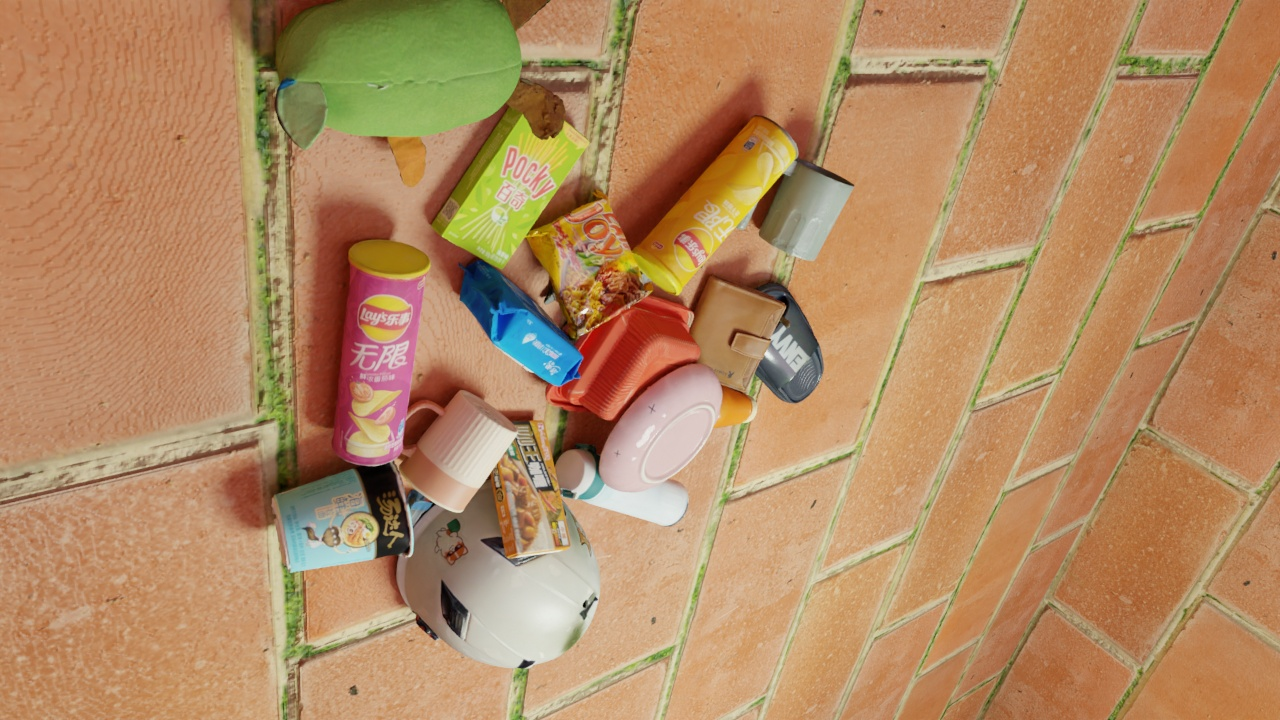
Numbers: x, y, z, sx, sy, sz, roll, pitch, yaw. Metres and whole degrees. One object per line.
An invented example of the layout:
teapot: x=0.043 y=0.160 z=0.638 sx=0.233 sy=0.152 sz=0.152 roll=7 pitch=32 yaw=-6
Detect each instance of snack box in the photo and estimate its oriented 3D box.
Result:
snack box: x=-0.130 y=0.144 z=1.042 sx=0.075 sy=0.153 sz=0.026 roll=2 pitch=157 yaw=-42
snack box: x=-0.124 y=-0.171 z=0.883 sx=0.156 sy=0.026 sz=0.085 roll=-54 pitch=141 yaw=6

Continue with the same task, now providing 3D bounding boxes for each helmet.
helmet: x=-0.149 y=0.278 z=1.110 sx=0.230 sy=0.157 sz=0.274 roll=-45 pitch=140 yaw=-5

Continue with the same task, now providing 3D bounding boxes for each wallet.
wallet: x=0.117 y=-0.032 z=1.170 sx=0.119 sy=0.035 sz=0.131 roll=20 pitch=110 yaw=-6

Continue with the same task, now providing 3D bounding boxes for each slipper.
slipper: x=0.209 y=-0.010 z=1.268 sx=0.110 sy=0.083 sz=0.268 roll=-48 pitch=140 yaw=-4

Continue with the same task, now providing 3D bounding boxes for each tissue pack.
tissue pack: x=-0.126 y=-0.036 z=0.935 sx=0.052 sy=0.095 sz=0.157 roll=-44 pitch=140 yaw=3

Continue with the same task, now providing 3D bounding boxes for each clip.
clip: x=-0.260 y=0.174 z=1.037 sx=0.026 sy=0.042 sz=0.058 roll=16 pitch=111 yaw=-49

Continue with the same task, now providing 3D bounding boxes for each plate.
plate: x=0.035 y=0.091 z=1.113 sx=0.192 sy=0.039 sz=0.193 roll=-34 pitch=148 yaw=-25

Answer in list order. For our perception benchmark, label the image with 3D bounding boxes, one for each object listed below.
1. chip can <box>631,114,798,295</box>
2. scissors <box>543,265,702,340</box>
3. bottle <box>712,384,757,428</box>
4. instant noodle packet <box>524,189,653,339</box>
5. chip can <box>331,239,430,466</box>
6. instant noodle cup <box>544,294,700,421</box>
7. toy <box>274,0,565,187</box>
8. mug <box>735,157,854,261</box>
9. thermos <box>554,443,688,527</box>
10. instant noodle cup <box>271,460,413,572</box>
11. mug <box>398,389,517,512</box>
chip can: x=0.083 y=-0.173 z=1.024 sx=0.213 sy=0.072 sz=0.072 roll=-48 pitch=140 yaw=-7
scissors: x=-0.014 y=-0.083 z=1.061 sx=0.201 sy=0.015 sz=0.206 roll=26 pitch=100 yaw=-49
bottle: x=0.118 y=0.063 z=1.264 sx=0.149 sy=0.067 sz=0.067 roll=10 pitch=113 yaw=-54
instant noodle packet: x=-0.053 y=-0.102 z=0.958 sx=0.110 sy=0.044 sz=0.128 roll=-31 pitch=107 yaw=-22
chip can: x=-0.248 y=-0.004 z=0.866 sx=0.071 sy=0.071 sz=0.211 roll=-9 pitch=126 yaw=-38
instant noodle cup: x=-0.006 y=0.006 z=1.080 sx=0.188 sy=0.079 sz=0.165 roll=9 pitch=118 yaw=-57
toy: x=-0.174 y=-0.242 z=0.735 sx=0.246 sy=0.090 sz=0.227 roll=-16 pitch=129 yaw=-29
mug: x=0.183 y=-0.190 z=1.117 sx=0.124 sy=0.083 sz=0.103 roll=16 pitch=112 yaw=-19
thermos: x=-0.024 y=0.164 z=1.208 sx=0.224 sy=0.073 sz=0.073 roll=28 pitch=100 yaw=-49
instant noodle cup: x=-0.303 y=0.162 z=0.927 sx=0.120 sy=0.111 sz=0.111 roll=-12 pitch=128 yaw=-27
mug: x=-0.205 y=0.088 z=0.980 sx=0.114 sy=0.081 sz=0.106 roll=37 pitch=92 yaw=-21
